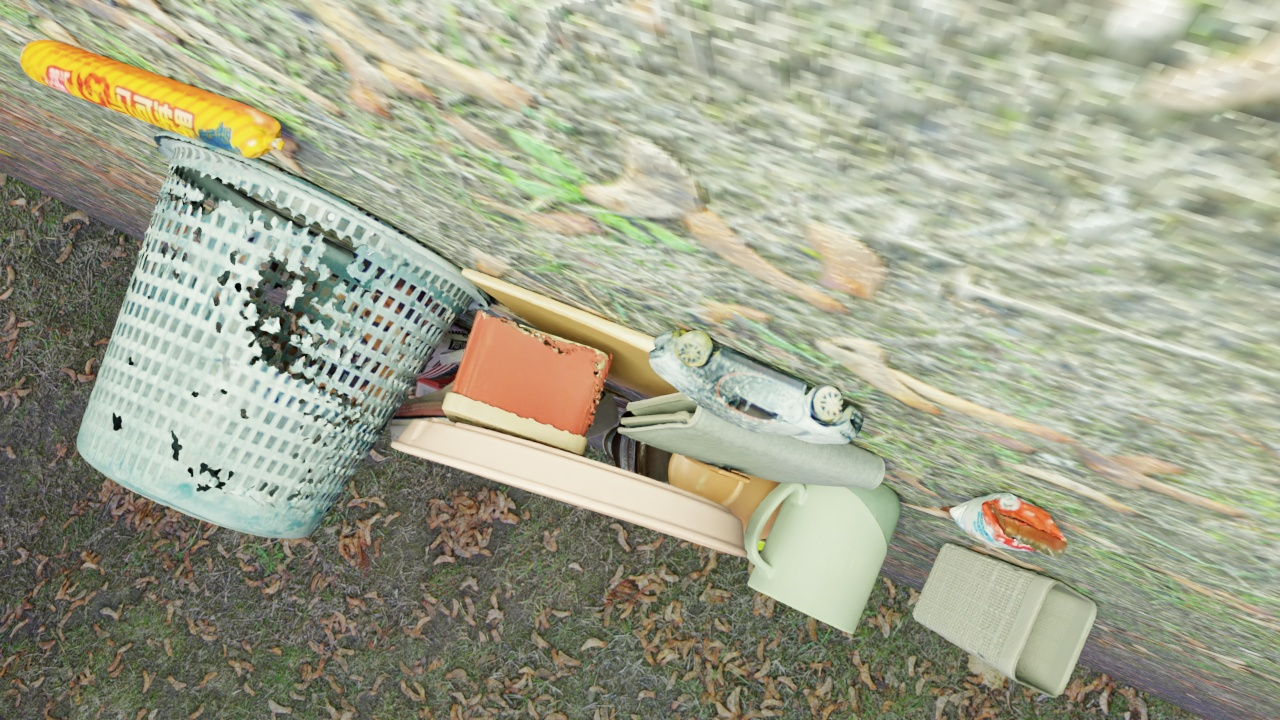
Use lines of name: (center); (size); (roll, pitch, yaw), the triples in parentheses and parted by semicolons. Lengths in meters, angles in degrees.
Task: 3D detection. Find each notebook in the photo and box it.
notebook: (-0.004, 0.003, 0.594); (0.150, 0.012, 0.211); (22, 172, 28)

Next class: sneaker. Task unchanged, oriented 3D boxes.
sneaker: (-0.114, 0.030, 0.826); (0.240, 0.088, 0.118); (-1, -179, -45)

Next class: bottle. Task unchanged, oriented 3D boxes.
bottle: (-0.003, 0.087, 0.893); (0.044, 0.080, 0.195); (3, 178, -12)

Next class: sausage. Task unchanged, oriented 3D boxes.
sausage: (-0.217, -0.116, 0.401); (0.165, 0.021, 0.021); (21, 172, 22)

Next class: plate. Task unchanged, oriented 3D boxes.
plate: (-0.041, 0.078, 0.576); (0.229, 0.028, 0.229); (17, 170, 3)

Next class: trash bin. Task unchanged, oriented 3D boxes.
trash bin: (-0.238, -0.002, 0.584); (0.226, 0.195, 0.227); (24, 172, 3)

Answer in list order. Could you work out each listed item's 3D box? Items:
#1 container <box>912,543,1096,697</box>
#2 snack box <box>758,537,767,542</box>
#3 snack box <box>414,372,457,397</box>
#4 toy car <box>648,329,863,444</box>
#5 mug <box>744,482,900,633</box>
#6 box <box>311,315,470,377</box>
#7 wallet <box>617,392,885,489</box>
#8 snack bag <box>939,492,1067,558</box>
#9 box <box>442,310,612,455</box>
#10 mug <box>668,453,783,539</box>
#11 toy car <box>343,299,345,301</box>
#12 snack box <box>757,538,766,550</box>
container: (0.316, 0.223, 0.811); (0.090, 0.090, 0.114); (30, 173, -35)
snack box: (0.113, 0.128, 0.845); (0.057, 0.058, 0.208); (5, -179, -26)
snack box: (-0.154, 0.029, 0.951); (0.075, 0.025, 0.152); (19, -166, 25)
toy car: (0.053, 0.016, 0.433); (0.105, 0.031, 0.049); (22, 173, 8)
mug: (0.126, 0.128, 0.668); (0.111, 0.106, 0.082); (28, 173, -27)
box: (-0.218, -0.022, 0.856); (0.087, 0.076, 0.162); (-14, 168, 30)
wallet: (0.062, 0.054, 0.553); (0.129, 0.037, 0.107); (20, 164, -23)
snack bag: (0.193, 0.087, 0.493); (0.045, 0.026, 0.105); (20, 174, 9)
box: (-0.071, 0.013, 0.589); (0.091, 0.078, 0.168); (19, 171, -8)
mug: (0.068, 0.093, 0.702); (0.078, 0.078, 0.122); (21, 173, 27)
toy car: (-0.237, -0.057, 0.804); (0.049, 0.031, 0.106); (13, -175, -41)
snack box: (0.144, 0.167, 0.909); (0.156, 0.026, 0.085); (1, -175, 17)
